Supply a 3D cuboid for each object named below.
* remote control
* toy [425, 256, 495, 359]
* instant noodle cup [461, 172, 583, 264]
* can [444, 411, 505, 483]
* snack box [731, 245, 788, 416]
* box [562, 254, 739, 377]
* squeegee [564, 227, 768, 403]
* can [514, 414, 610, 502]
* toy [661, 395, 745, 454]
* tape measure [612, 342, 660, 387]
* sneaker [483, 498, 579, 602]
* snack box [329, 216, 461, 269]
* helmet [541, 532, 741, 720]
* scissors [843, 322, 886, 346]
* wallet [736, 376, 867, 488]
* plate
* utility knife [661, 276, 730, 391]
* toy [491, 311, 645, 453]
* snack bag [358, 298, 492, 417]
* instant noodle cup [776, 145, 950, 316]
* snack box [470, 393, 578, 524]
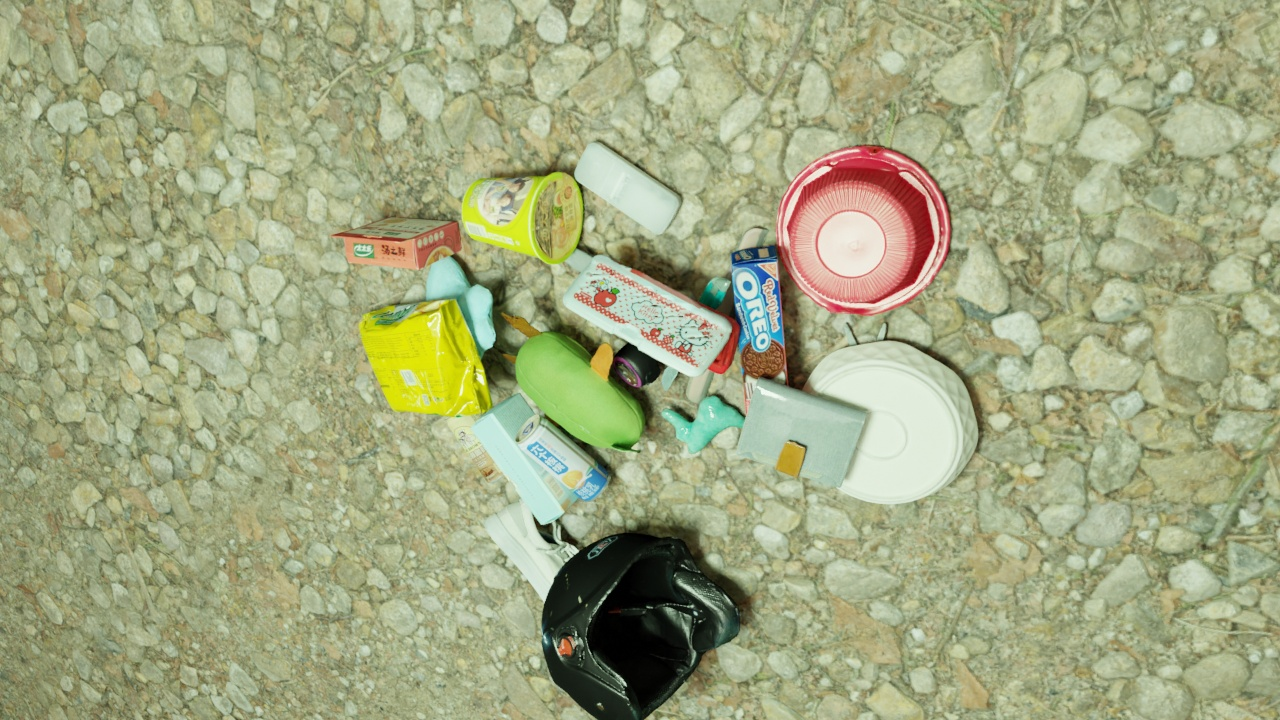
[{"bbox_3d":[-0.016,-0.209,1.111,0.136,0.020,0.056,35,121,7],"label":"remote control"},{"bbox_3d":[-0.247,-0.072,1.236,0.157,0.049,0.161,-9,89,45],"label":"toy"},{"bbox_3d":[-0.151,-0.183,1.139,0.124,0.111,0.112,12,115,29],"label":"instant noodle cup"},{"bbox_3d":[-0.224,0.115,1.311,0.059,0.058,0.116,-31,95,30],"label":"can"},{"bbox_3d":[0.143,-0.027,1.085,0.057,0.058,0.208,-5,110,8],"label":"snack box"},{"bbox_3d":[0.007,-0.044,1.065,0.201,0.098,0.095,29,134,23],"label":"box"},{"bbox_3d":[-0.001,-0.092,1.142,0.250,0.040,0.248,25,119,14],"label":"squeegee"},{"bbox_3d":[-0.105,0.133,1.245,0.053,0.053,0.134,-35,113,31],"label":"can"},{"bbox_3d":[0.078,0.081,1.179,0.096,0.030,0.092,37,119,-5],"label":"toy"},{"bbox_3d":[-0.007,0.007,1.172,0.058,0.039,0.057,55,153,-15],"label":"tape measure"},{"bbox_3d":[-0.125,0.296,1.334,0.090,0.089,0.242,-36,113,-8],"label":"sneaker"},{"bbox_3d":[-0.319,-0.153,1.207,0.113,0.126,0.044,8,113,22],"label":"snack box"},{"bbox_3d":[-0.021,0.345,1.216,0.230,0.232,0.275,13,119,39],"label":"helmet"},{"bbox_3d":[0.276,0.041,1.087,0.163,0.012,0.163,37,121,8],"label":"scissors"},{"bbox_3d":[0.183,0.087,1.063,0.130,0.036,0.107,19,114,12],"label":"wallet"},{"bbox_3d":[0.280,0.080,1.066,0.205,0.045,0.205,8,112,21],"label":"plate"},{"bbox_3d":[0.062,-0.030,1.112,0.029,0.013,0.187,48,133,26],"label":"utility knife"},{"bbox_3d":[-0.091,0.033,1.199,0.247,0.089,0.228,41,147,0],"label":"toy"},{"bbox_3d":[-0.296,0.003,1.245,0.247,0.068,0.158,-1,113,51],"label":"snack bag"},{"bbox_3d":[0.236,-0.133,1.005,0.194,0.065,0.194,9,114,20],"label":"instant noodle cup"},{"bbox_3d":[-0.154,0.137,1.280,0.052,0.074,0.175,-33,94,31],"label":"snack box"}]
